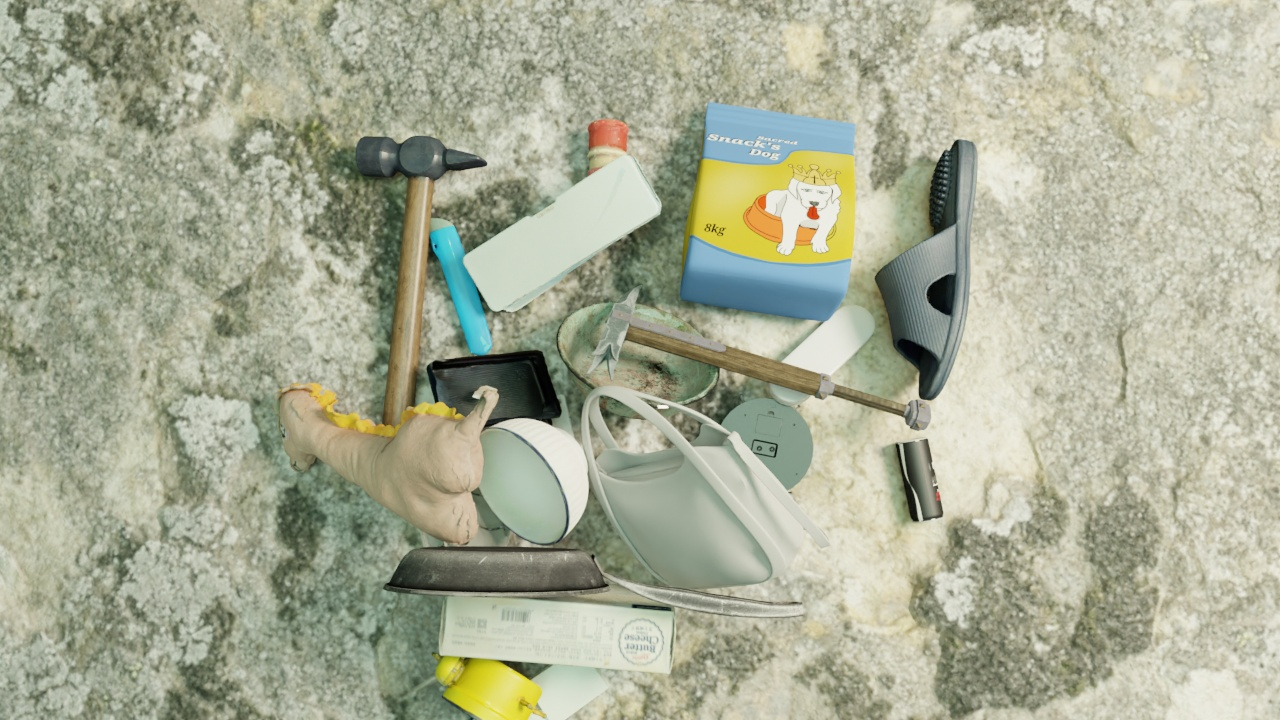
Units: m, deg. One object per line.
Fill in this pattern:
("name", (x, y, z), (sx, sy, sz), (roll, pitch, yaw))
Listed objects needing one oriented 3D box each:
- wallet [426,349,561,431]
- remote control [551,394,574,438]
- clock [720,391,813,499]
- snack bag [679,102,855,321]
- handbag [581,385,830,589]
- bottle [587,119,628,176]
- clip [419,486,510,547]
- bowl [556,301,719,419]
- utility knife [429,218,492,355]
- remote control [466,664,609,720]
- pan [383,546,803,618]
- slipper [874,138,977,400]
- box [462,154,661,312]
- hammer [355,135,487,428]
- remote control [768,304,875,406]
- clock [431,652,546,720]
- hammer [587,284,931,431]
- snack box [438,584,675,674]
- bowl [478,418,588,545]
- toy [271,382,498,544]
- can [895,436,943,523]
("wallet", (-0.142, 0.033, 0.883), (0.114, 0.026, 0.089), (-5, 51, -21))
("remote control", (-0.136, 0.073, 0.917), (0.136, 0.011, 0.050), (-13, 86, 0))
("clock", (0.118, 0.097, 0.903), (0.094, 0.035, 0.122), (11, 86, 1))
("snack bag", (0.128, -0.155, 0.901), (0.159, 0.102, 0.205), (9, 73, 1))
("handbag", (0.040, 0.100, 0.811), (0.222, 0.216, 0.095), (53, 46, -19))
("bottle", (-0.034, -0.186, 0.927), (0.044, 0.044, 0.109), (1, 85, 0))
("clip", (-0.150, 0.132, 0.873), (0.152, 0.096, 0.126), (-12, 95, 10))
("bowl", (-0.005, 0.005, 0.875), (0.157, 0.157, 0.039), (18, 127, 2))
("utility knife", (-0.179, -0.063, 0.928), (0.031, 0.015, 0.178), (-18, 82, 1))
("remote control", (-0.103, 0.336, 0.886), (0.143, 0.024, 0.049), (-33, 85, -2))
("pan", (-0.035, 0.189, 0.781), (0.356, 0.187, 0.055), (2, 80, -6))
("slipper", (0.272, -0.092, 0.895), (0.082, 0.101, 0.263), (9, 79, 8))
("box", (-0.075, -0.120, 0.891), (0.199, 0.066, 0.083), (-31, 69, 15))
("hammer", (-0.229, -0.063, 0.913), (0.129, 0.040, 0.321), (5, 88, 11))
("remote control", (0.179, -0.006, 0.906), (0.136, 0.013, 0.043), (-41, 72, -18))
("clock", (-0.146, 0.304, 0.846), (0.119, 0.083, 0.057), (22, 67, 22))
("hammer", (0.120, 0.006, 0.861), (0.317, 0.146, 0.028), (17, 127, 1))
("snack box", (-0.073, 0.243, 0.856), (0.208, 0.104, 0.057), (5, 87, 0))
("bowl", (-0.088, 0.099, 0.819), (0.062, 0.118, 0.118), (-34, 84, -42))
("toy", (-0.239, 0.062, 0.836), (0.264, 0.065, 0.196), (29, 114, 27))
("can", (0.274, 0.117, 0.902), (0.031, 0.031, 0.080), (-10, 85, -1))
